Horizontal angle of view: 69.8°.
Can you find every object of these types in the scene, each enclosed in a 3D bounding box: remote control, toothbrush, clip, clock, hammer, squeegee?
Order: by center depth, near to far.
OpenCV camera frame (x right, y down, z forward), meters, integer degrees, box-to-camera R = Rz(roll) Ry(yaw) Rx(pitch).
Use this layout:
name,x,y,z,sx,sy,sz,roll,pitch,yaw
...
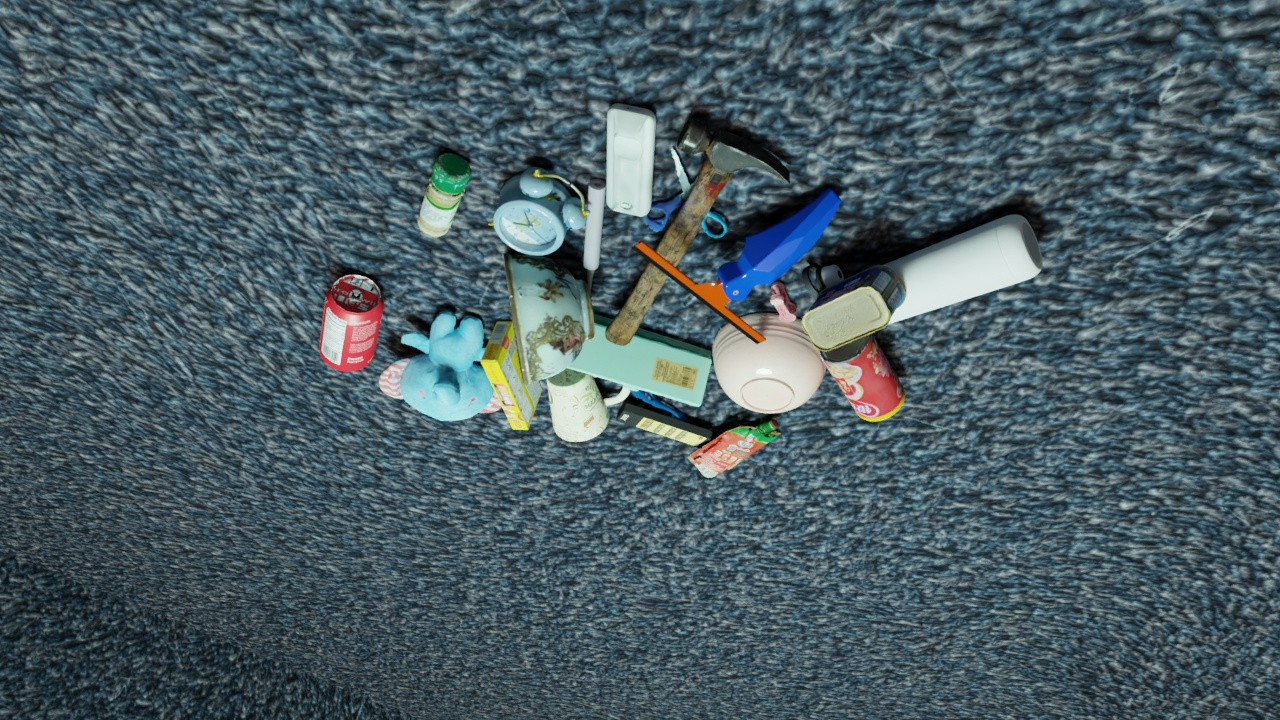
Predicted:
name,x,y,z,sx,sy,sz,roll,pitch,yaw
remote control,-0.012,-0.207,0.966,0.050,0.022,0.134,15,141,10
squeegee,0.138,-0.115,0.982,0.185,0.055,0.249,-41,137,16
clock,-0.112,-0.168,1.027,0.088,0.051,0.125,37,137,-25
hammer,0.040,-0.119,1.033,0.120,0.033,0.331,21,138,-11
toothbrush,-0.057,-0.136,1.077,0.019,0.018,0.188,20,143,9
clip,0.169,-0.065,1.088,0.023,0.043,0.060,-5,125,27
toothbrush,0.017,0.055,1.292,0.016,0.021,0.132,-21,134,41
remote control,0.034,0.095,1.329,0.133,0.013,0.058,19,158,-7

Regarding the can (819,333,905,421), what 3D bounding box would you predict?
name,x,y,z,sx,sy,sz,roll,pitch,yaw
can,0.273,0.015,1.128,0.067,0.066,0.124,-14,134,30

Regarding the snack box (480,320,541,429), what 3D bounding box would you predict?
name,x,y,z,sx,sy,sz,roll,pitch,yaw
snack box,-0.175,0.022,1.262,0.025,0.075,0.152,3,141,15

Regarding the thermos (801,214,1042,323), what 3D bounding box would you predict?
name,x,y,z,sx,sy,sz,roll,pitch,yaw
thermos,0.298,-0.098,0.987,0.231,0.068,0.101,-21,118,37

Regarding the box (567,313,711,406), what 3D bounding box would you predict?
name,x,y,z,sx,sy,sz,roll,pitch,yaw
box,-0.007,0.009,1.185,0.188,0.091,0.078,18,141,-7

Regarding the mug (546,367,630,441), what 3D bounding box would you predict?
name,x,y,z,sx,sy,sz,roll,pitch,yaw
mug,-0.072,0.047,1.278,0.122,0.081,0.097,-13,132,-1

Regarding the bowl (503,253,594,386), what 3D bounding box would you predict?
name,x,y,z,sx,sy,sz,roll,pitch,yaw
bowl,-0.107,-0.055,1.102,0.094,0.159,0.160,-9,142,-8

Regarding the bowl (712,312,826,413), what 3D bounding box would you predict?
name,x,y,z,sx,sy,sz,roll,pitch,yaw
bowl,0.161,0.017,1.157,0.153,0.076,0.153,8,142,6

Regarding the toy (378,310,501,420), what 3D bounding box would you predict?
name,x,y,z,sx,sy,sz,roll,pitch,yaw
toy,-0.262,0.016,1.265,0.183,0.114,0.181,12,131,-14

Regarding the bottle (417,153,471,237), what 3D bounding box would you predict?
name,x,y,z,sx,sy,sz,roll,pitch,yaw
bottle,-0.226,-0.185,1.046,0.042,0.042,0.110,23,141,-12

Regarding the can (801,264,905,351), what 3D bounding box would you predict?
name,x,y,z,sx,sy,sz,roll,pitch,yaw
can,0.226,-0.055,0.977,0.100,0.058,0.054,-27,101,38

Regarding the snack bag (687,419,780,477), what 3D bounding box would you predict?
name,x,y,z,sx,sy,sz,roll,pitch,yaw
snack bag,0.142,0.122,1.320,0.087,0.044,0.156,13,146,-33

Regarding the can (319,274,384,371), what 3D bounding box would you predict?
name,x,y,z,sx,sy,sz,roll,pitch,yaw
can,-0.391,-0.048,1.239,0.074,0.074,0.143,21,141,-9

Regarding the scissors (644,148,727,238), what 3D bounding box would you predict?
name,x,y,z,sx,sy,sz,roll,pitch,yaw
scissors,0.043,-0.177,0.999,0.117,0.014,0.130,-3,140,21
